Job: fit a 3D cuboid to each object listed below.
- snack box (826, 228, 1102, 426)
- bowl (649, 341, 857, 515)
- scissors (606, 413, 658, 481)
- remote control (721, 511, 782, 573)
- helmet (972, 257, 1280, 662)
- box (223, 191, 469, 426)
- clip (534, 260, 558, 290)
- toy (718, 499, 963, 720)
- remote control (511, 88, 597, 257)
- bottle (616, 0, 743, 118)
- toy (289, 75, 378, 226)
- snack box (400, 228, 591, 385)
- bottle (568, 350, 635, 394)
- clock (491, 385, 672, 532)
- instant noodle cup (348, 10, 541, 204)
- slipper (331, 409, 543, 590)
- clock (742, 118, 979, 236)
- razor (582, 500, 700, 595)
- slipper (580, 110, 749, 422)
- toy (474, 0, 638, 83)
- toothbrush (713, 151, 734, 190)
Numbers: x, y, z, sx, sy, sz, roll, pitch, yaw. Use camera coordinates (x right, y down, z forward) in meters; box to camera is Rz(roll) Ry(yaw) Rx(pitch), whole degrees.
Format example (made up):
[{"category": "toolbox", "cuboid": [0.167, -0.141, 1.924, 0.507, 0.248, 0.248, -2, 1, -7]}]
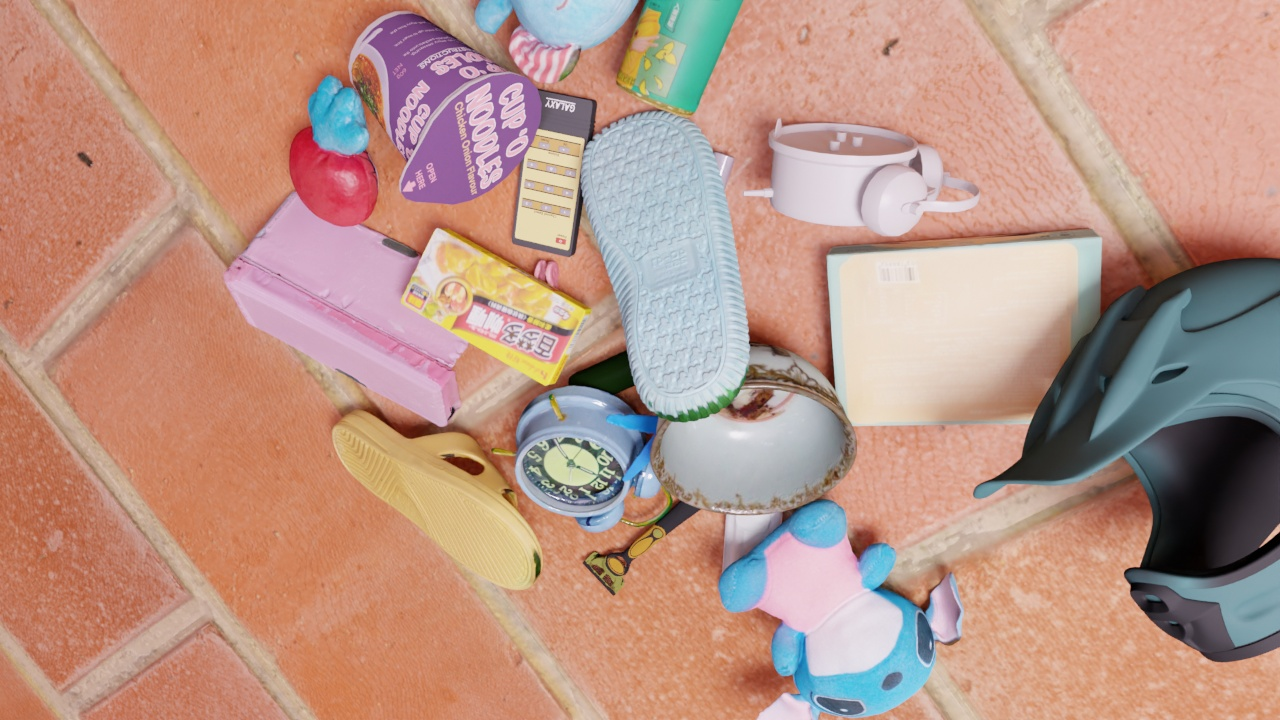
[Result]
[{"category": "snack box", "cuboid": [0.246, -0.022, 0.708, 0.194, 0.044, 0.141, -2, 107, 18]}, {"category": "bowl", "cuboid": [0.087, 0.042, 0.738, 0.160, 0.093, 0.160, 1, 136, 1]}, {"category": "scissors", "cuboid": [0.028, 0.050, 0.781, 0.125, 0.016, 0.123, 9, 87, -28]}, {"category": "remote control", "cuboid": [0.100, 0.160, 0.822, 0.050, 0.022, 0.133, 7, 108, 15]}, {"category": "helmet", "cuboid": [0.366, 0.046, 0.592, 0.274, 0.177, 0.200, -39, 83, -12]}, {"category": "box", "cuboid": [-0.254, -0.049, 0.865, 0.232, 0.115, 0.107, 27, 152, 8]}, {"category": "clip", "cuboid": [-0.088, -0.059, 0.815, 0.045, 0.023, 0.060, -14, 106, 21]}, {"category": "toy", "cuboid": [0.155, 0.225, 0.778, 0.224, 0.099, 0.191, -40, 94, 6]}, {"category": "remote control", "cuboid": [-0.074, -0.159, 0.782, 0.058, 0.013, 0.133, 14, 110, 13]}, {"category": "bottle", "cuboid": [0.050, -0.289, 0.673, 0.068, 0.068, 0.210, 28, 113, 7]}, {"category": "toy", "cuboid": [-0.266, -0.181, 0.804, 0.092, 0.062, 0.133, 30, 122, 16]}, {"category": "snack box", "cuboid": [-0.125, -0.047, 0.793, 0.152, 0.025, 0.075, 29, 100, 7]}, {"category": "bottle", "cuboid": [-0.005, 0.005, 0.801, 0.123, 0.033, 0.033, -24, 98, 22]}, {"category": "clock", "cuboid": [-0.042, 0.092, 0.814, 0.162, 0.059, 0.118, 34, 124, -17]}, {"category": "instant noodle cup", "cuboid": [-0.171, -0.208, 0.737, 0.122, 0.136, 0.122, 45, 160, 19]}, {"category": "slipper", "cuboid": [-0.181, 0.113, 0.862, 0.263, 0.078, 0.100, 25, 134, 27]}, {"category": "clock", "cuboid": [0.163, -0.135, 0.663, 0.159, 0.119, 0.061, 14, 119, 24]}, {"category": "razor", "cuboid": [0.008, 0.165, 0.855, 0.044, 0.021, 0.144, 47, 111, -1]}, {"category": "slipper", "cuboid": [0.025, -0.076, 0.705, 0.116, 0.069, 0.275, -22, 62, 21]}, {"category": "toy", "cuboid": [-0.079, -0.314, 0.691, 0.181, 0.114, 0.183, 30, 103, 19]}, {"category": "toothbrush", "cuboid": [0.039, -0.078, 0.754, 0.018, 0.019, 0.188, 21, 104, 12]}]
